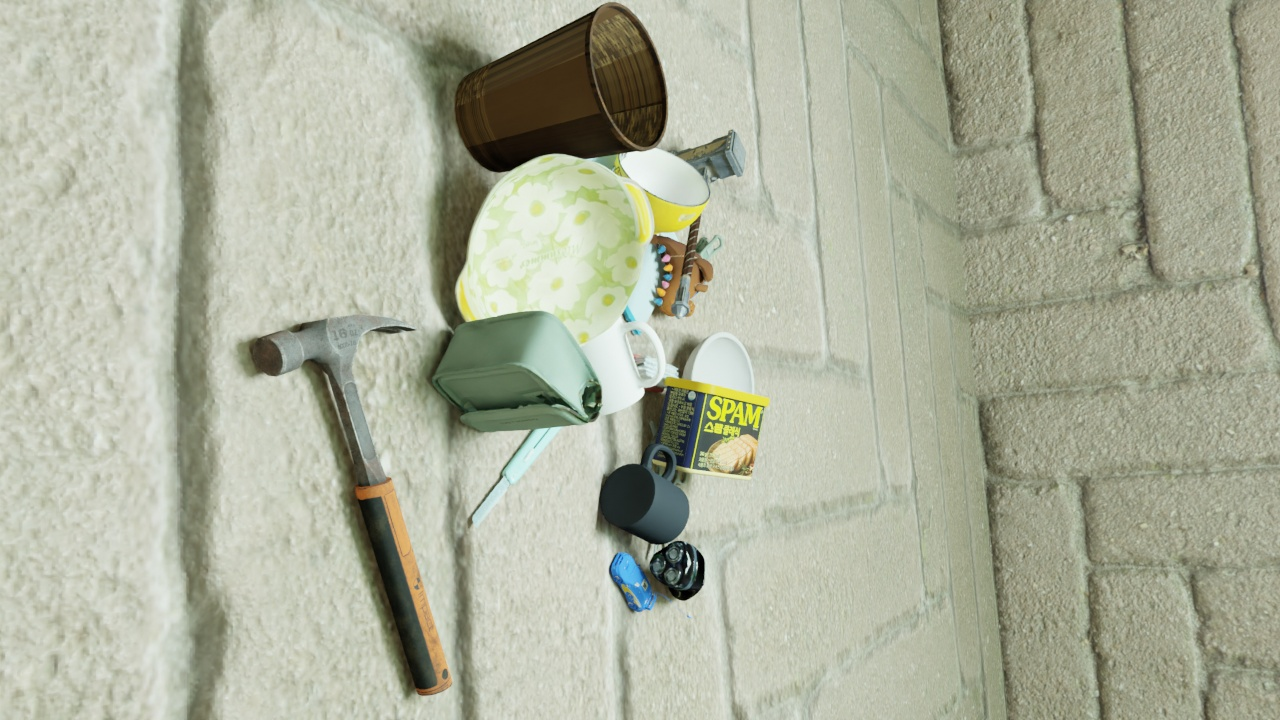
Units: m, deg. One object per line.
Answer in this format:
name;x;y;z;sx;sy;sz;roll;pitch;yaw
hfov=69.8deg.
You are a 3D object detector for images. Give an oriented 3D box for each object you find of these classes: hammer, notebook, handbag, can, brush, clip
hammer;-0.197;0.114;0.730;0.137;0.035;0.314;-31;111;-57
notebook;-0.027;-0.181;1.093;0.253;0.009;0.180;61;38;-32
handbag;-0.109;0.019;0.808;0.106;0.122;0.067;54;42;-39
can;0.084;0.083;1.106;0.135;0.075;0.104;14;87;-46
brush;-0.006;0.006;1.069;0.172;0.030;0.041;21;66;-55
clip;0.089;-0.151;1.260;0.075;0.042;0.023;-49;126;-51
hammer;0.066;-0.163;1.112;0.044;0.099;0.321;56;32;-37

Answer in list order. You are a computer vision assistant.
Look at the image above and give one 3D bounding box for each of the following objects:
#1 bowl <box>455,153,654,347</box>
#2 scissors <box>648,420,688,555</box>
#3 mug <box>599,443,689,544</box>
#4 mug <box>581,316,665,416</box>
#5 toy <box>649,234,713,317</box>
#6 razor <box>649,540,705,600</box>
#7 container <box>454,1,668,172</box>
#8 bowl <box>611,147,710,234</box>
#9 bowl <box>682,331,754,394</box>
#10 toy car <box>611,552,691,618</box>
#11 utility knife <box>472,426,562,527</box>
bowl;-0.090;-0.104;0.880;0.219;0.060;0.188;-34;123;-21
scissors;0.025;0.158;1.105;0.158;0.014;0.141;68;31;-23
mug;0.011;0.144;1.019;0.077;0.071;0.105;38;66;-49
mug;-0.027;0.000;0.957;0.073;0.111;0.090;-50;126;-61
toy;0.036;-0.105;1.139;0.103;0.071;0.090;36;64;-24
razor;0.042;0.247;1.058;0.141;0.064;0.053;88;7;-65
container;-0.079;-0.246;0.867;0.132;0.168;0.132;18;68;-56
bowl;0.016;-0.191;1.070;0.117;0.068;0.117;17;39;-15
bowl;0.094;0.038;1.208;0.149;0.043;0.149;2;88;-52
toy car;0.013;0.253;1.017;0.092;0.062;0.033;64;36;-28
utility knife;-0.118;0.102;0.882;0.022;0.015;0.165;48;43;-11
